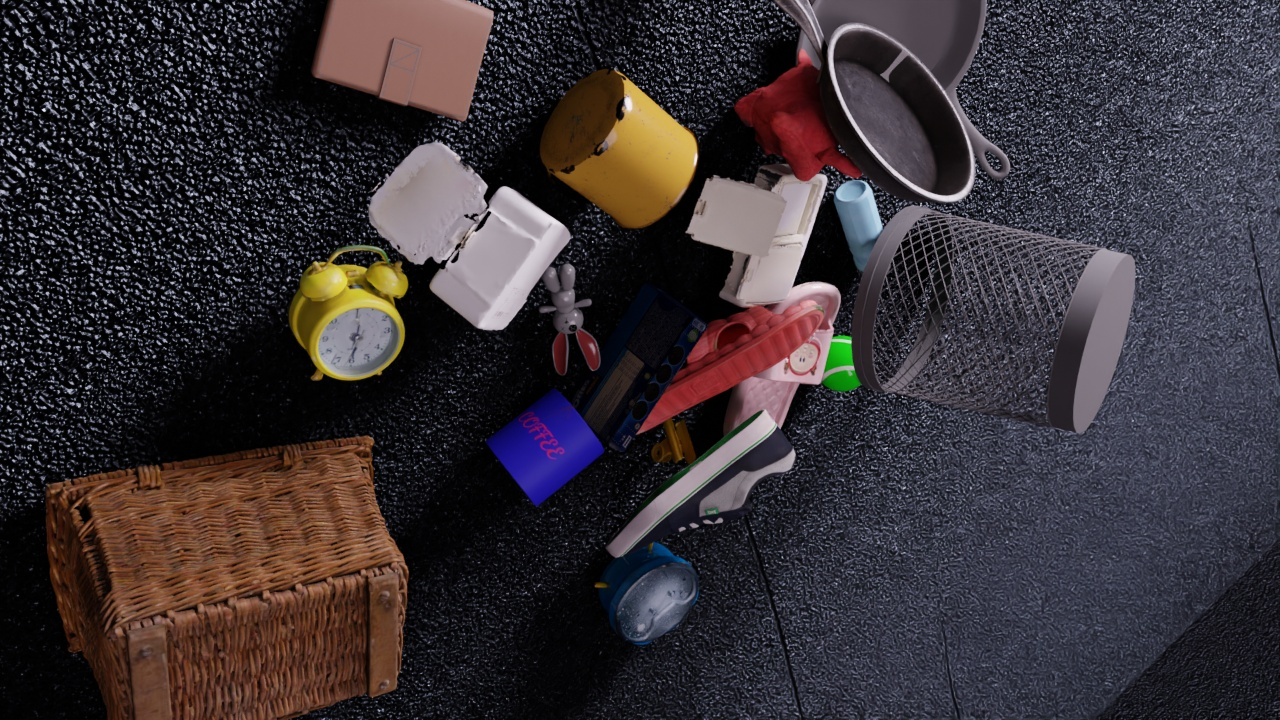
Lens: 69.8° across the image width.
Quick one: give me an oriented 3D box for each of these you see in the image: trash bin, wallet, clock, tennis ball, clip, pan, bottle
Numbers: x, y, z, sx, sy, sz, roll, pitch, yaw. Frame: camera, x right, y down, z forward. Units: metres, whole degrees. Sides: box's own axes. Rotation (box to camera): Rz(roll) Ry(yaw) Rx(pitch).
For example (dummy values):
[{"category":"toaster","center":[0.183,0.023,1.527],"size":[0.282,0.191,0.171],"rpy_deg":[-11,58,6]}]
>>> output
[{"category":"trash bin","center":[0.385,-0.043,1.000],"size":[0.217,0.228,0.218],"rpy_deg":[-25,124,-45]},{"category":"wallet","center":[-0.172,-0.233,0.672],"size":[0.120,0.013,0.087],"rpy_deg":[8,108,-39]},{"category":"clock","center":[-0.228,-0.040,0.721],"size":[0.083,0.057,0.119],"rpy_deg":[-5,126,-33]},{"category":"tennis ball","center":[0.236,0.004,1.077],"size":[0.065,0.065,0.065],"rpy_deg":[-18,126,-26]},{"category":"clock","center":[0.012,0.284,1.099],"size":[0.116,0.060,0.161],"rpy_deg":[-38,134,-11]},{"category":"clip","center":[0.032,0.094,1.006],"size":[0.049,0.054,0.044],"rpy_deg":[-20,152,5]},{"category":"pan","center":[0.168,-0.268,0.797],"size":[0.356,0.186,0.055],"rpy_deg":[35,139,-18]},{"category":"pan","center":[0.279,-0.284,0.916],"size":[0.354,0.024,0.217],"rpy_deg":[31,114,-36]},{"category":"bottle","center":[0.248,-0.139,1.014],"size":[0.040,0.040,0.130],"rpy_deg":[-40,133,-9]}]

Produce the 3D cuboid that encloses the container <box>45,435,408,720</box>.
[{"category":"container","center":[-0.308,0.183,0.716],"size":[0.249,0.183,0.162],"rpy_deg":[-7,119,-33]}]

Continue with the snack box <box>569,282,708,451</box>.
[{"category":"snack box","center":[-0.005,0.005,0.894],"size":[0.027,0.082,0.150],"rpy_deg":[27,101,-44]}]

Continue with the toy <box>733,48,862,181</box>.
[{"category":"toy","center":[0.160,-0.220,0.834],"size":[0.094,0.133,0.088],"rpy_deg":[-43,145,3]}]

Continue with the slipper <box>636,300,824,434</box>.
[{"category":"slipper","center":[0.072,-0.005,0.948],"size":[0.249,0.059,0.103],"rpy_deg":[-29,159,3]}]

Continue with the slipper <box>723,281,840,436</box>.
[{"category":"slipper","center":[0.158,0.012,1.034],"size":[0.106,0.055,0.222],"rpy_deg":[7,114,-36]}]

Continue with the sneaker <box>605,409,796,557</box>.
[{"category":"sneaker","center":[0.067,0.156,1.007],"size":[0.235,0.084,0.079],"rpy_deg":[-38,90,8]}]

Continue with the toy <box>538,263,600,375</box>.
[{"category":"toy","center":[-0.068,-0.039,0.857],"size":[0.049,0.030,0.112],"rpy_deg":[-8,124,2]}]

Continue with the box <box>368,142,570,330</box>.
[{"category":"box","center":[-0.146,-0.104,0.741],"size":[0.109,0.136,0.121],"rpy_deg":[-55,175,4]}]

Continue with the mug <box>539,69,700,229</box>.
[{"category":"mug","center":[-0.028,-0.171,0.765],"size":[0.124,0.100,0.094],"rpy_deg":[-24,143,34]}]

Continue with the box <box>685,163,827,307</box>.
[{"category":"box","center":[0.121,-0.110,0.888],"size":[0.186,0.070,0.144],"rpy_deg":[-15,127,-48]}]

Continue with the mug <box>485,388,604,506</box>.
[{"category":"mug","center":[-0.090,0.089,0.897],"size":[0.083,0.079,0.111],"rpy_deg":[-38,161,-10]}]
